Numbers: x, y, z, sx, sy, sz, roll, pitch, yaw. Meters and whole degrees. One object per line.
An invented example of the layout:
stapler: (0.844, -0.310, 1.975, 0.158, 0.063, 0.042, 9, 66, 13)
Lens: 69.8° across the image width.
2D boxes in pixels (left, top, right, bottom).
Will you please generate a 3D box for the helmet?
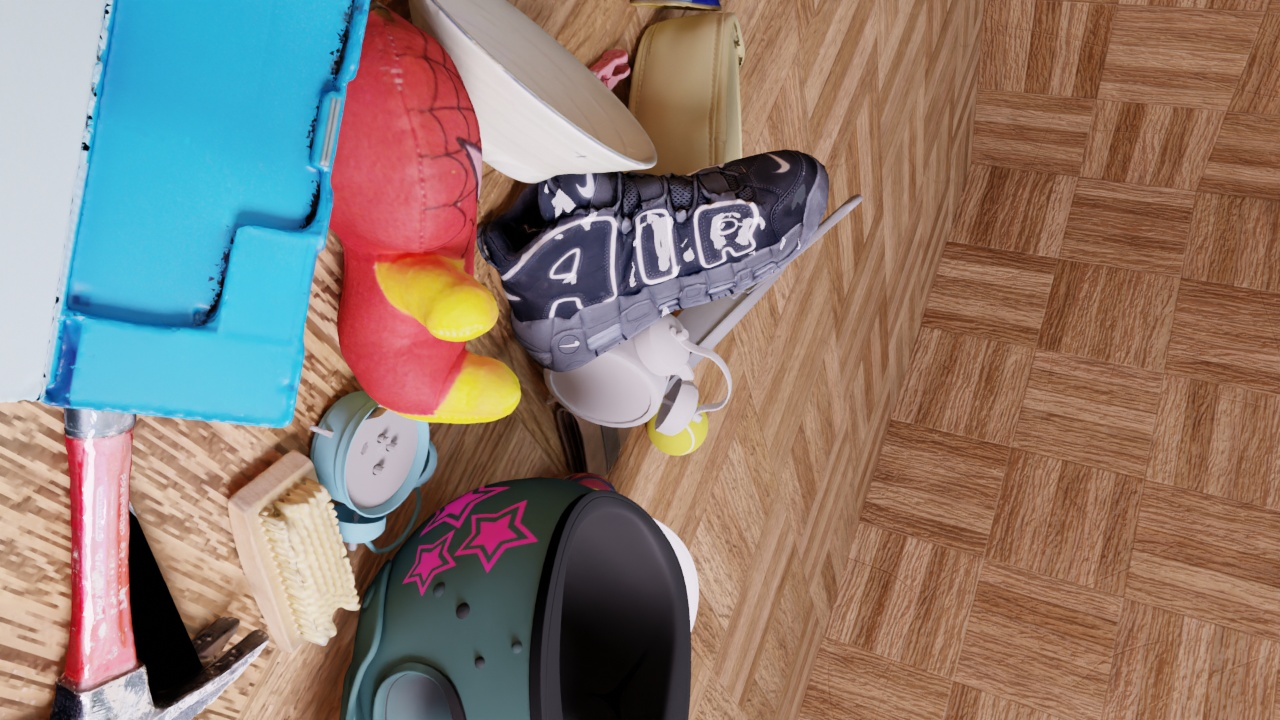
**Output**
helmet: (-0.090, 0.207, 0.559, 0.176, 0.201, 0.274, 43, 38, -36)

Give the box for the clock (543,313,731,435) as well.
clock: (-0.004, 0.005, 0.730, 0.120, 0.159, 0.060, 77, 26, -46)

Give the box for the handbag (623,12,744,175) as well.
handbag: (0.048, -0.190, 0.799, 0.190, 0.089, 0.232, 8, 80, -71)

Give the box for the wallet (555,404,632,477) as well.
wallet: (-0.038, 0.053, 0.842, 0.121, 0.027, 0.098, 81, 30, -43)

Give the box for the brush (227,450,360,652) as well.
brush: (-0.190, 0.111, 0.513, 0.049, 0.039, 0.117, -46, 141, -48)

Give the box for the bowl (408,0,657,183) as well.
bowl: (-0.075, -0.152, 0.528, 0.058, 0.176, 0.176, -47, 165, 20)

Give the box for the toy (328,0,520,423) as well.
toy: (-0.123, -0.069, 0.468, 0.098, 0.147, 0.217, -25, 133, -24)

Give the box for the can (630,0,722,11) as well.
can: (0.032, -0.323, 0.761, 0.099, 0.054, 0.059, -32, 129, -59)

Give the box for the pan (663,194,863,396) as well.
pan: (0.088, -0.058, 0.828, 0.200, 0.051, 0.358, -42, 174, -31)

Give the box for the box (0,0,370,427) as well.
box: (-0.180, -0.101, 0.320, 0.170, 0.070, 0.243, 6, 97, -61)

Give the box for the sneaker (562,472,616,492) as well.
sneaker: (-0.071, 0.213, 0.773, 0.091, 0.116, 0.241, 166, -65, -81)

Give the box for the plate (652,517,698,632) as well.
plate: (-0.051, 0.222, 0.722, 0.229, 0.030, 0.230, -10, 117, -21)

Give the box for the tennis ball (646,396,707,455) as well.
tennis ball: (0.039, 0.068, 0.973, 0.065, 0.065, 0.065, -43, 140, -52)

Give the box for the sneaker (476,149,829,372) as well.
sneaker: (-0.004, -0.105, 0.629, 0.151, 0.253, 0.097, 52, 16, -44)

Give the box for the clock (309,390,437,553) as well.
clock: (-0.157, 0.069, 0.558, 0.087, 0.042, 0.123, -53, 148, -42)

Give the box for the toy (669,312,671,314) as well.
toy: (0.005, -0.055, 0.855, 0.094, 0.041, 0.095, 91, 23, -45)

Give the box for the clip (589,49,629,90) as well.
clip: (-0.028, -0.219, 0.723, 0.060, 0.023, 0.044, -40, 142, -52)

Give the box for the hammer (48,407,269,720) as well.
hammer: (-0.225, 0.028, 0.398, 0.140, 0.036, 0.326, -18, 118, -61)
